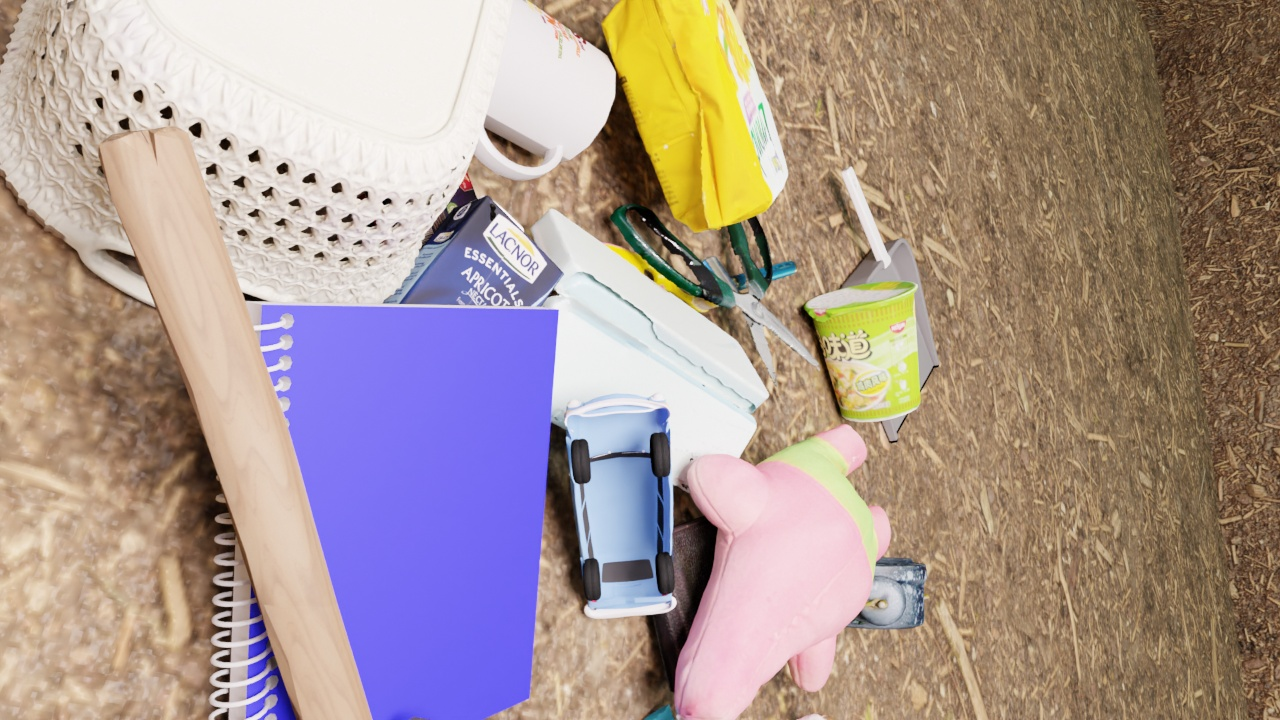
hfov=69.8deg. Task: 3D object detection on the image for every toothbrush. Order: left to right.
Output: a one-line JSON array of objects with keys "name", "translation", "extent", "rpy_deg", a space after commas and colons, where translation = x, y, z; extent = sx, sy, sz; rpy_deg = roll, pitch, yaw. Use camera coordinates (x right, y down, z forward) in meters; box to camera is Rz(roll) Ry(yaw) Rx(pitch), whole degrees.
[{"name": "toothbrush", "translation": [0.011, -0.058, 0.653], "extent": [0.135, 0.016, 0.021], "rpy_deg": [21, 68, -46]}]

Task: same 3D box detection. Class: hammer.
[{"name": "hammer", "translation": [-0.128, 0.082, 0.339], "extent": [0.097, 0.052, 0.329], "rpy_deg": [-29, 117, -47]}]

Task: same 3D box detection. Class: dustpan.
[{"name": "dustpan", "translation": [0.243, -0.070, 0.919], "extent": [0.162, 0.033, 0.257], "rpy_deg": [-43, 112, -47]}]

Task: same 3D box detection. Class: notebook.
[{"name": "notebook", "translation": [-0.109, 0.079, 0.417], "extent": [0.171, 0.022, 0.209], "rpy_deg": [-3, 101, -52]}]

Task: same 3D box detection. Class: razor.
[{"name": "razor", "translation": [0.093, -0.068, 0.753], "extent": [0.143, 0.022, 0.042], "rpy_deg": [-17, 73, -55]}]

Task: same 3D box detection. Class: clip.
[{"name": "clip", "translation": [0.015, 0.236, 0.514], "extent": [0.126, 0.113, 0.028], "rpy_deg": [-35, 110, -62]}]

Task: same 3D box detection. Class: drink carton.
[{"name": "drink carton", "translation": [-0.099, -0.016, 0.465], "extent": [0.064, 0.040, 0.129], "rpy_deg": [46, 62, -29]}]

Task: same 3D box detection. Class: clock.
[{"name": "clock", "translation": [0.175, 0.182, 0.721], "extent": [0.129, 0.090, 0.052], "rpy_deg": [14, 75, -51]}]

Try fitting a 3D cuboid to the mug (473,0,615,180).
[{"name": "mug", "translation": [-0.072, -0.155, 0.537], "extent": [0.089, 0.074, 0.105], "rpy_deg": [20, 65, -46]}]

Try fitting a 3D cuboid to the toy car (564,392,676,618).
[{"name": "toy car", "translation": [-0.010, 0.081, 0.520], "extent": [0.054, 0.056, 0.153], "rpy_deg": [-99, -175, -60]}]

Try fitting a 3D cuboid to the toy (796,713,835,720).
[{"name": "toy", "translation": [0.084, 0.317, 0.576], "extent": [0.205, 0.131, 0.106], "rpy_deg": [-1, 101, -38]}]

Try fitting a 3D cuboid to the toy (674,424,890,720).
[{"name": "toy", "translation": [0.089, 0.143, 0.593], "extent": [0.236, 0.097, 0.192], "rpy_deg": [-42, 113, -42]}]

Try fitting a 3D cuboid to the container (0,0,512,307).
[{"name": "container", "translation": [-0.147, -0.150, 0.393], "extent": [0.184, 0.143, 0.245], "rpy_deg": [20, 63, -32]}]

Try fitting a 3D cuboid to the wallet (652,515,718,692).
[{"name": "wallet", "translation": [0.043, 0.157, 0.621], "extent": [0.119, 0.031, 0.099], "rpy_deg": [-6, 83, -56]}]

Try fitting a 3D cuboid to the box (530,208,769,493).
[{"name": "box", "translation": [0.000, 0.001, 0.582], "extent": [0.197, 0.075, 0.125], "rpy_deg": [32, 75, -39]}]

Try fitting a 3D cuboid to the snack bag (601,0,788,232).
[{"name": "snack bag", "translation": [0.044, -0.180, 0.641], "extent": [0.246, 0.068, 0.159], "rpy_deg": [-52, 124, -69]}]

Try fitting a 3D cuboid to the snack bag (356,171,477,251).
[{"name": "snack bag", "translation": [-0.102, -0.039, 0.511], "extent": [0.074, 0.018, 0.155], "rpy_deg": [-29, 103, -48]}]

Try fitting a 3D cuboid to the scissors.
[{"name": "scissors", "translation": [0.067, -0.075, 0.693], "extent": [0.201, 0.015, 0.203], "rpy_deg": [40, 34, -18]}]

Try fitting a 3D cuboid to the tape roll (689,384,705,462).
[{"name": "tape roll", "translation": [0.025, 0.015, 0.648], "extent": [0.093, 0.016, 0.091], "rpy_deg": [53, 44, -25]}]

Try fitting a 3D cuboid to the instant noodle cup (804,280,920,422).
[{"name": "instant noodle cup", "translation": [0.204, -0.007, 0.815], "extent": [0.098, 0.099, 0.108], "rpy_deg": [-29, 110, -50]}]
